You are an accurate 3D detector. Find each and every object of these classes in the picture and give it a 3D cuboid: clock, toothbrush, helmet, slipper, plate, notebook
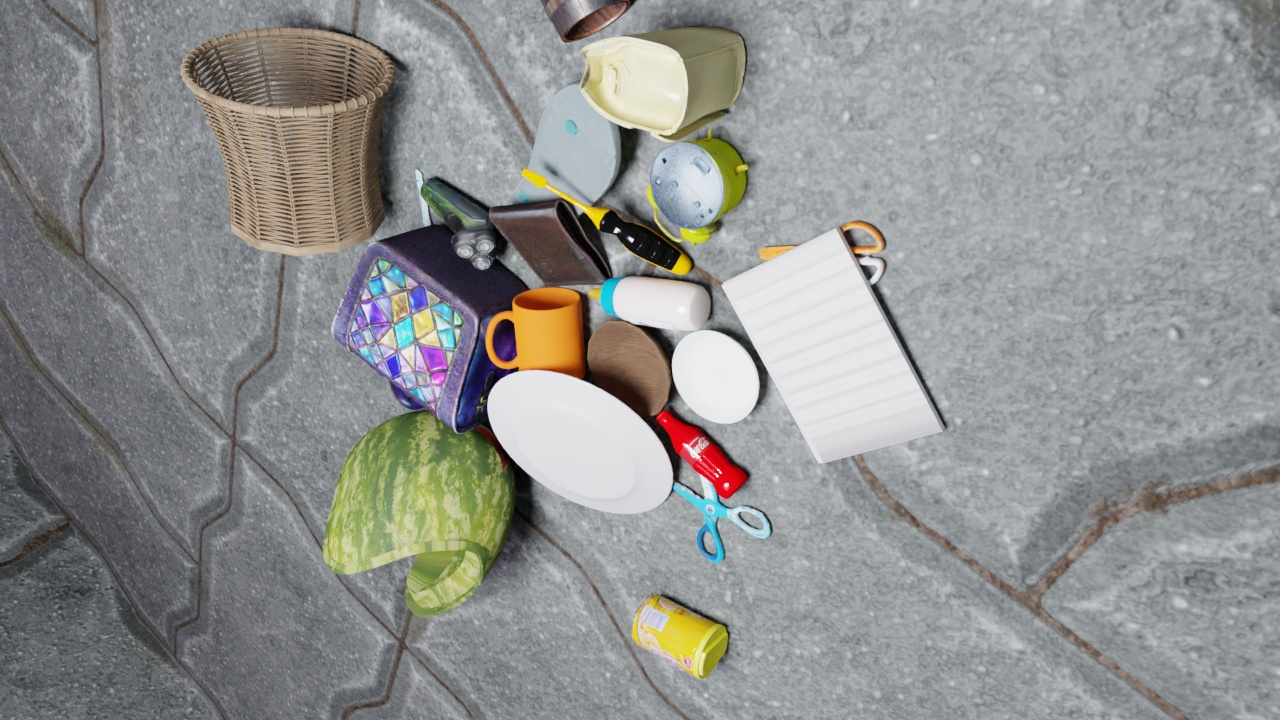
[{"bbox_3d":[0.049,-0.162,0.882,0.083,0.056,0.119,48,132,9],"label":"clock"},{"bbox_3d":[-0.034,-0.142,0.935,0.196,0.031,0.031,30,99,-5],"label":"toothbrush"},{"bbox_3d":[-0.279,0.179,1.194,0.243,0.213,0.246,-31,46,12],"label":"helmet"},{"bbox_3d":[-0.077,-0.195,0.980,0.098,0.054,0.270,48,143,4],"label":"slipper"},{"bbox_3d":[-0.077,0.106,1.080,0.243,0.016,0.243,18,139,16],"label":"plate"},{"bbox_3d":[0.083,0.014,0.962,0.104,0.026,0.104,17,120,31],"label":"plate"},{"bbox_3d":[0.179,-0.007,0.877,0.143,0.009,0.210,-24,98,44],"label":"notebook"}]

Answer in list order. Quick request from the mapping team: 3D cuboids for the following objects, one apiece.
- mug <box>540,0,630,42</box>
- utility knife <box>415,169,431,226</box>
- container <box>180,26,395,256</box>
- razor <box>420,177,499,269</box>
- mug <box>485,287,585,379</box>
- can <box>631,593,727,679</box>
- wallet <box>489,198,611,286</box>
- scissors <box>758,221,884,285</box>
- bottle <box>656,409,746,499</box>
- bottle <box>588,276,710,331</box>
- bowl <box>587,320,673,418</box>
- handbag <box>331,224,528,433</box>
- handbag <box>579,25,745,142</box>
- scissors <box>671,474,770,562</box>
[{"bbox_3d":[-0.051,-0.374,0.855,0.116,0.079,0.107,-26,95,17],"label":"mug"},{"bbox_3d":[-0.270,-0.153,1.172,0.022,0.015,0.181,4,111,30],"label":"utility knife"},{"bbox_3d":[-0.408,-0.259,1.097,0.227,0.226,0.197,31,134,24],"label":"container"},{"bbox_3d":[-0.219,-0.168,1.090,0.151,0.067,0.054,43,134,25],"label":"razor"},{"bbox_3d":[-0.121,-0.023,1.051,0.077,0.112,0.096,-131,35,-60],"label":"mug"},{"bbox_3d":[0.047,0.335,1.120,0.105,0.067,0.068,19,122,31],"label":"can"},{"bbox_3d":[-0.098,-0.125,1.005,0.100,0.031,0.120,3,144,37],"label":"wallet"},{"bbox_3d":[0.166,-0.096,0.853,0.128,0.013,0.064,3,112,37],"label":"scissors"},{"bbox_3d":[0.064,0.100,1.012,0.119,0.036,0.036,44,131,14],"label":"bottle"},{"bbox_3d":[0.002,-0.063,0.972,0.146,0.051,0.051,11,117,35],"label":"bottle"},{"bbox_3d":[-0.006,0.006,1.024,0.118,0.030,0.118,20,124,34],"label":"bowl"},{"bbox_3d":[-0.257,-0.030,1.128,0.205,0.125,0.223,35,122,13],"label":"handbag"},{"bbox_3d":[0.021,-0.254,0.820,0.111,0.119,0.081,20,123,26],"label":"handbag"},{"bbox_3d":[0.085,0.181,1.053,0.134,0.011,0.138,29,128,22],"label":"scissors"}]
